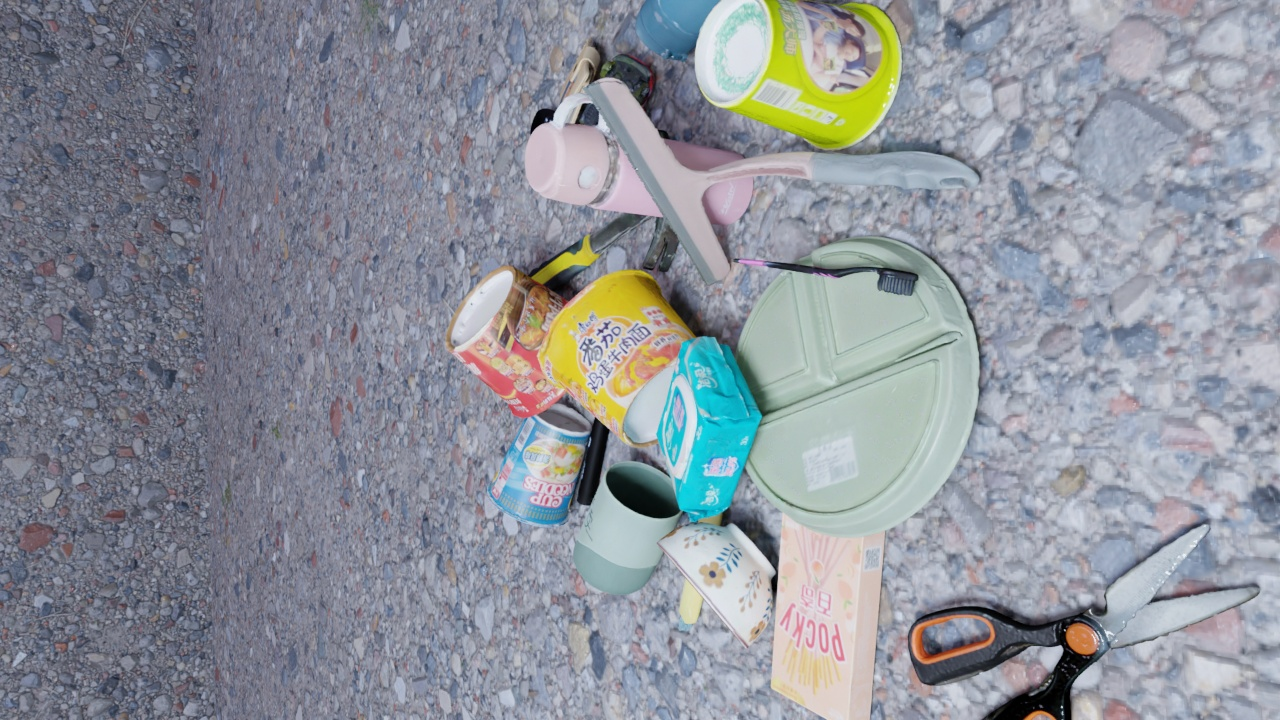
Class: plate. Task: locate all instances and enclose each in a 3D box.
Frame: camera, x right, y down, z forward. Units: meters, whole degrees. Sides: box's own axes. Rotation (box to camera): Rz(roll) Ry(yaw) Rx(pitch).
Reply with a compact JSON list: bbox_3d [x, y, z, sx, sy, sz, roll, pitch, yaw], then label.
[{"bbox_3d":[0.146,0.017,0.691,0.231,0.027,0.230,-16,70,52],"label":"plate"}]

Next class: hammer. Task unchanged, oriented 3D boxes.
[{"bbox_3d":[-0.061,-0.112,0.977,0.324,0.031,0.126,-27,68,49],"label":"hammer"}]

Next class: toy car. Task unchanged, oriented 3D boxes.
[{"bbox_3d":[-0.029,-0.244,0.914,0.053,0.045,0.121,35,113,12],"label":"toy car"}]

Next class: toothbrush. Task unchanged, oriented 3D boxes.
[{"bbox_3d":[0.132,-0.066,0.693,0.189,0.014,0.018,15,104,54],"label":"toothbrush"}]

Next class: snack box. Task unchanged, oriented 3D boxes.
[{"bbox_3d":[0.144,0.195,0.717,0.085,0.026,0.157,9,97,54],"label":"snack box"}]

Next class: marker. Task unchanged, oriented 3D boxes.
[{"bbox_3d":[-0.045,0.091,0.969,0.022,0.020,0.132,19,106,21],"label":"marker"}]

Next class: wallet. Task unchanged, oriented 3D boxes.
[{"bbox_3d":[-0.066,-0.282,0.952,0.115,0.024,0.087,-88,21,-53],"label":"wallet"}]

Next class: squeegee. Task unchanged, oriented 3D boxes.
[{"bbox_3d":[0.122,-0.138,0.682,0.250,0.248,0.040,3,61,29],"label":"squeegee"}]

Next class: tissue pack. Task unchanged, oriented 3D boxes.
[{"bbox_3d":[0.051,0.058,0.756,0.093,0.050,0.134,-108,23,-46],"label":"tissue pack"}]

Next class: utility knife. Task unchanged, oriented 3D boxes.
[{"bbox_3d":[0.053,0.183,0.844,0.031,0.018,0.166,36,117,51],"label":"utility knife"}]

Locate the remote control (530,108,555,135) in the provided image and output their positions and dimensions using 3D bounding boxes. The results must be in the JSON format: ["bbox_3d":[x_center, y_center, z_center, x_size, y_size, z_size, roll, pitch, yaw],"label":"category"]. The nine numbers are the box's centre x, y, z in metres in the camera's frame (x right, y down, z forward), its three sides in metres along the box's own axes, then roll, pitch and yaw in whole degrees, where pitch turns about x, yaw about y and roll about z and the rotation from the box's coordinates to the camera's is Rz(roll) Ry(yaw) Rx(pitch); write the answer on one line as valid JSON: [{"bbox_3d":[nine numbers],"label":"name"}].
[{"bbox_3d":[-0.079,-0.235,1.004,0.136,0.024,0.053,44,122,40],"label":"remote control"}]

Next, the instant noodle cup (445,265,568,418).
[{"bbox_3d":[-0.130,-0.024,0.958,0.138,0.108,0.137,-35,33,27],"label":"instant noodle cup"}]

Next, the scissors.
[{"bbox_3d":[0.269,0.188,0.567,0.230,0.021,0.190,-12,86,47],"label":"scissors"}]

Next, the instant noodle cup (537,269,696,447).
[{"bbox_3d":[-0.005,0.005,0.831,0.110,0.137,0.138,47,126,32],"label":"instant noodle cup"}]

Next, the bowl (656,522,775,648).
[{"bbox_3d":[0.072,0.176,0.767,0.062,0.113,0.113,-42,45,-7],"label":"bowl"}]

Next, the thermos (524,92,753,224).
[{"bbox_3d":[0.004,-0.163,0.756,0.067,0.198,0.087,45,122,44],"label":"thermos"}]

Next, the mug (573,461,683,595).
[{"bbox_3d":[-0.014,0.156,0.889,0.111,0.082,0.106,-94,23,-60],"label":"mug"}]

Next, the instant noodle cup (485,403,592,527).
[{"bbox_3d":[-0.104,0.107,0.992,0.099,0.099,0.110,39,113,45],"label":"instant noodle cup"}]

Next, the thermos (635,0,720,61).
[{"bbox_3d":[0.074,-0.343,0.772,0.221,0.070,0.070,-36,62,46],"label":"thermos"}]

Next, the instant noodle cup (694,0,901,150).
[{"bbox_3d":[0.109,-0.220,0.678,0.112,0.123,0.111,0,91,53],"label":"instant noodle cup"}]
